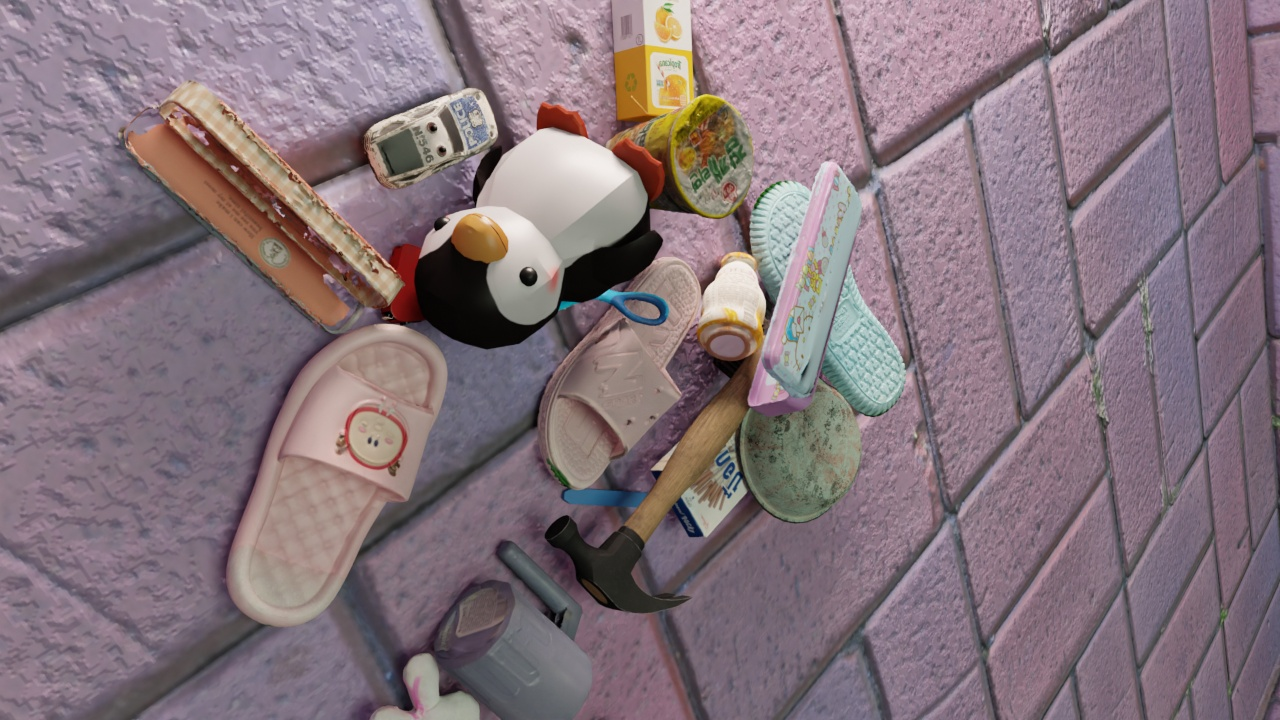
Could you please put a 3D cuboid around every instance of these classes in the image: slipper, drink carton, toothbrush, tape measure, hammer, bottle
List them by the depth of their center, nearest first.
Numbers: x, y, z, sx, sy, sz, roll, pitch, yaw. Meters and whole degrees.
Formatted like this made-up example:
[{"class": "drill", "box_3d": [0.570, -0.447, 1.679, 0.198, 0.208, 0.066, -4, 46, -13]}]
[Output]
[{"class": "slipper", "box_3d": [-0.206, 0.075, 0.631, 0.106, 0.056, 0.221, 36, 71, -37]}, {"class": "tape measure", "box_3d": [-0.164, -0.051, 0.680, 0.051, 0.019, 0.059, 22, 71, -44]}, {"class": "slipper", "box_3d": [-0.005, 0.005, 0.805, 0.094, 0.064, 0.238, 50, 60, -34]}, {"class": "drink carton", "box_3d": [0.011, -0.275, 0.808, 0.058, 0.040, 0.122, -10, 101, -42]}, {"class": "hammer", "box_3d": [0.050, 0.092, 0.837, 0.132, 0.040, 0.304, 50, 60, -18]}, {"class": "toothbrush", "box_3d": [-0.006, 0.129, 0.853, 0.166, 0.014, 0.016, 11, 86, -39]}, {"class": "bottle", "box_3d": [0.089, -0.054, 0.879, 0.063, 0.063, 0.108, 46, 41, -36]}, {"class": "slipper", "box_3d": [0.190, -0.058, 0.976, 0.115, 0.070, 0.276, -42, 106, -27]}]

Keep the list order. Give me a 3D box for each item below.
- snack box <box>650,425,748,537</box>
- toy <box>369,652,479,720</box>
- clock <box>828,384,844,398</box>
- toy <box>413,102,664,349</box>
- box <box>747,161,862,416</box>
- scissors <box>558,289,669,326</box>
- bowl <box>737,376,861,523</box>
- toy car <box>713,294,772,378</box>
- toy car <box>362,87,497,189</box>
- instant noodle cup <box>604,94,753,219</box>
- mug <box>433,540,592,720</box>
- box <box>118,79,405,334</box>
[{"class": "snack box", "box_3d": [0.080, 0.097, 0.902, 0.149, 0.026, 0.082, -40, 109, -37]}, {"class": "toy", "box_3d": [-0.158, 0.288, 0.707, 0.075, 0.037, 0.125, -50, 125, -32]}, {"class": "clock", "box_3d": [0.177, 0.091, 0.988, 0.093, 0.055, 0.140, 20, 75, -35]}, {"class": "toy", "box_3d": [-0.085, -0.076, 0.679, 0.183, 0.159, 0.140, -46, 158, -33]}, {"class": "box", "box_3d": [0.153, -0.060, 0.835, 0.140, 0.062, 0.213, 81, 27, -67]}, {"class": "scissors", "box_3d": [-0.035, -0.053, 0.770, 0.140, 0.013, 0.113, -31, 74, -40]}, {"class": "bowl", "box_3d": [0.170, 0.085, 0.925, 0.157, 0.039, 0.157, 4, 83, -34]}, {"class": "toy car", "box_3d": [0.105, -0.028, 0.920, 0.040, 0.037, 0.092, 39, 68, -38]}, {"class": "toy car", "box_3d": [-0.149, -0.164, 0.671, 0.112, 0.041, 0.048, -37, 119, -35]}, {"class": "instant noodle cup", "box_3d": [0.026, -0.169, 0.785, 0.102, 0.108, 0.102, -5, 97, -42]}, {"class": "mug", "box_3d": [-0.096, 0.222, 0.740, 0.104, 0.084, 0.123, 53, 36, -30]}, {"class": "box", "box_3d": [-0.236, -0.091, 0.588, 0.076, 0.054, 0.187, -39, 123, 4]}]
